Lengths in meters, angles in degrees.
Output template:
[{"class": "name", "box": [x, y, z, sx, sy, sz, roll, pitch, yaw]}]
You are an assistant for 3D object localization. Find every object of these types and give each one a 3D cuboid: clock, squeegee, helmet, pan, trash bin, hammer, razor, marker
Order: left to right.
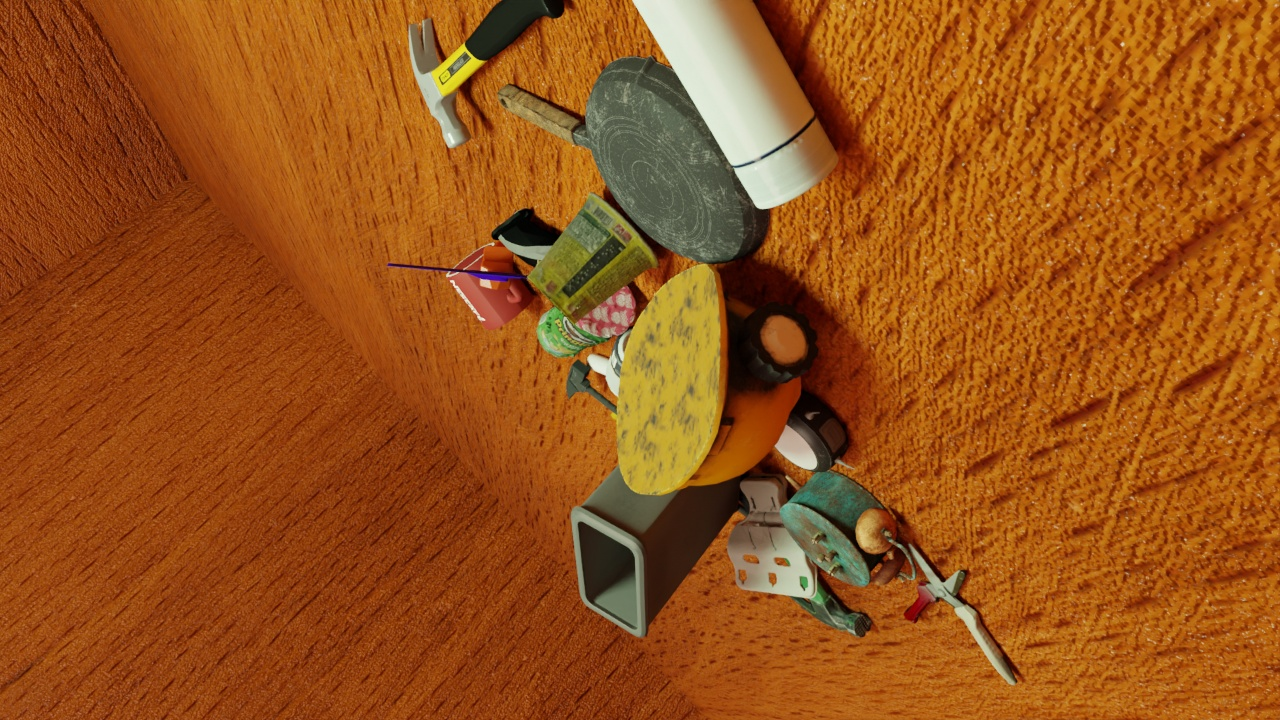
[{"class": "hammer", "box": [-0.154, -0.300, 0.882, 0.324, 0.029, 0.127, -2, 116, 61]}, {"class": "squeegee", "box": [-0.183, -0.121, 1.176, 0.184, 0.249, 0.055, -102, 18, -68]}, {"class": "razor", "box": [-0.110, -0.133, 1.094, 0.156, 0.057, 0.060, 36, 125, 32]}, {"class": "pan", "box": [-0.030, -0.193, 0.837, 0.357, 0.040, 0.208, 30, 154, 37]}, {"class": "marker", "box": [-0.029, 0.016, 1.239, 0.133, 0.023, 0.027, 19, 104, 53]}, {"class": "hammer", "box": [0.025, 0.121, 1.290, 0.325, 0.015, 0.095, 38, 151, 8]}, {"class": "trash bin", "box": [0.026, 0.179, 1.081, 0.098, 0.219, 0.192, 25, 139, 25]}, {"class": "helmet", "box": [0.077, 0.028, 0.868, 0.131, 0.205, 0.256, 8, 156, -20]}, {"class": "hammer", "box": [0.181, 0.233, 1.209, 0.319, 0.032, 0.130, 55, 160, -17]}, {"class": "clock", "box": [0.160, 0.073, 0.929, 0.091, 0.043, 0.123, 55, 159, -20]}, {"class": "clock", "box": [0.222, 0.190, 0.979, 0.158, 0.073, 0.121, 26, 151, 45]}]

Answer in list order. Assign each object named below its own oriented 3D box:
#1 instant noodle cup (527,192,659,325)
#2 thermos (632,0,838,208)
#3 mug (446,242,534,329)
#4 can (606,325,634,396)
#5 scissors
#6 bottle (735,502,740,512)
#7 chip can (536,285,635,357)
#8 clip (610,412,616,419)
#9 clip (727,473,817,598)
[{"class": "instant noodle cup", "box": [-0.051, -0.096, 0.922, 0.102, 0.108, 0.102, 46, 178, 2]}, {"class": "thermos", "box": [0.048, -0.210, 0.597, 0.230, 0.067, 0.068, 54, 159, -19]}, {"class": "mug", "box": [-0.206, -0.106, 1.298, 0.096, 0.080, 0.117, 55, 153, -19]}, {"class": "can", "box": [-0.007, 0.006, 1.117, 0.064, 0.064, 0.127, 45, 160, 8]}, {"class": "scissors", "box": [0.339, 0.276, 0.984, 0.179, 0.015, 0.199, 43, 159, 17]}, {"class": "bottle", "box": [0.097, 0.158, 1.222, 0.041, 0.041, 0.116, 12, 140, 58]}, {"class": "chip can", "box": [-0.073, -0.048, 1.124, 0.075, 0.075, 0.224, 50, 163, -6]}, {"class": "clip", "box": [-0.020, 0.079, 1.336, 0.054, 0.046, 0.048, 133, 119, -69]}, {"class": "clip", "box": [0.170, 0.207, 1.119, 0.127, 0.110, 0.150, -8, 80, 45]}]
